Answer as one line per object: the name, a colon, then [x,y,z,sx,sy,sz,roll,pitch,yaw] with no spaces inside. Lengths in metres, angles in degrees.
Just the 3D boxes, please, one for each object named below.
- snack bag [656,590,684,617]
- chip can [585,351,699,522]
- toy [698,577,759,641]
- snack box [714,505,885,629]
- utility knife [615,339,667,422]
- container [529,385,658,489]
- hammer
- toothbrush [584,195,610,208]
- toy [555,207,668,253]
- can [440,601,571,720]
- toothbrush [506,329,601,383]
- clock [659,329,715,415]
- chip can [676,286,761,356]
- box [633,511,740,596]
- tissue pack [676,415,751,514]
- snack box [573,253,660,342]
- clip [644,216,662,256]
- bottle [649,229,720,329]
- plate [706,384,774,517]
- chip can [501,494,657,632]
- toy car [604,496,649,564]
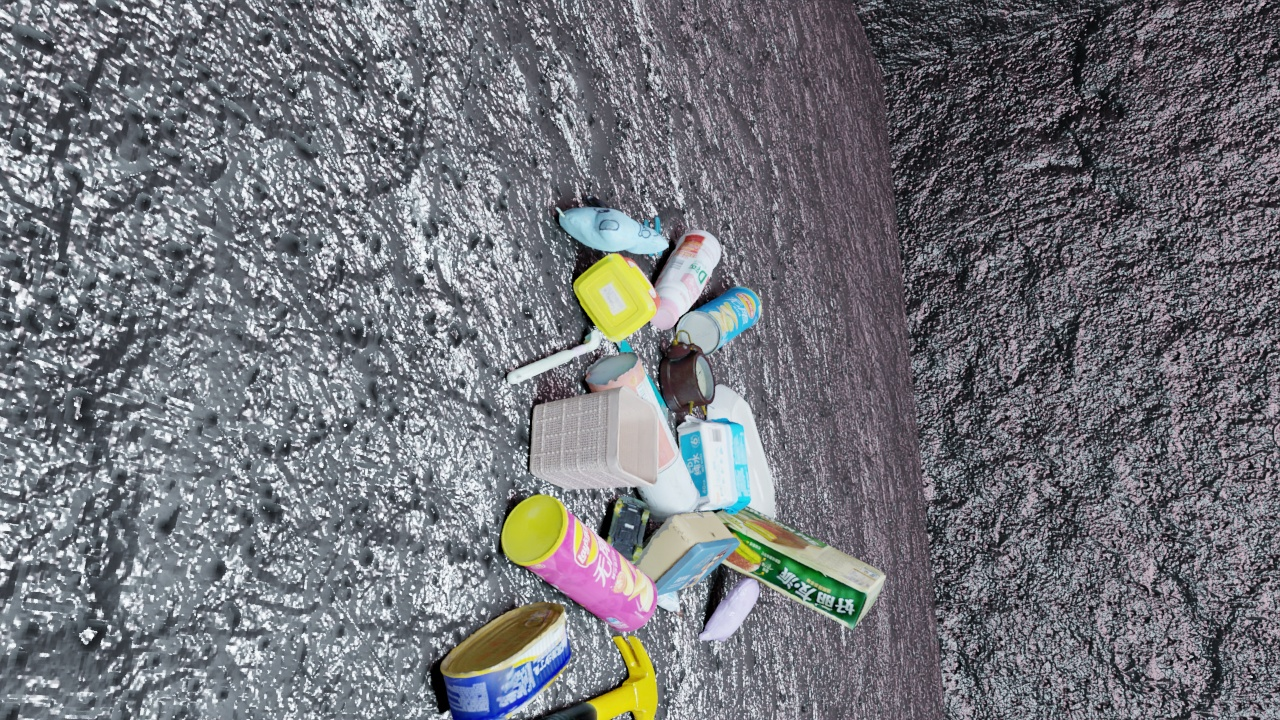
snack bag: [0.023,0.287,1.135,0.104,0.026,0.048,43,20,-53]
chip can: [0.004,0.094,1.115,0.215,0.071,0.071,67,29,-26]
toy: [0.130,0.349,1.280,0.108,0.039,0.084,-56,149,-1]
snack box: [0.215,0.284,1.296,0.114,0.240,0.063,-1,112,-65]
utility knife: [-0.007,0.007,1.189,0.216,0.013,0.029,58,33,-37]
container: [-0.050,0.086,0.959,0.090,0.111,0.089,35,50,-56]
hammer: [-0.056,0.363,0.939,0.300,0.033,0.128,14,68,-63]
toothbrush: [-0.027,-0.188,1.214,0.181,0.016,0.018,20,57,-62]
toy: [-0.036,-0.155,1.094,0.156,0.161,0.050,11,99,-24]
can: [-0.114,0.264,0.807,0.147,0.075,0.049,-22,104,-64]
toothbrush: [-0.093,-0.002,1.010,0.189,0.020,0.029,-29,140,-62]
clock: [0.065,0.017,1.285,0.082,0.055,0.122,8,72,-63]
chip can: [0.125,-0.062,1.418,0.209,0.071,0.071,-32,110,-63]
box: [0.054,0.234,1.124,0.061,0.090,0.184,47,14,19]
tissue pack: [0.102,0.146,1.289,0.089,0.063,0.140,6,72,-41]
snack box: [-0.022,-0.079,1.101,0.091,0.082,0.080,55,19,0]
clip: [0.019,-0.175,1.298,0.014,0.043,0.056,-6,88,-62]
bottle: [0.060,-0.114,1.312,0.068,0.068,0.196,65,32,-29]
plate: [0.166,0.164,1.466,0.161,0.034,0.266,-47,124,-59]
chip can: [-0.056,0.214,0.946,0.210,0.071,0.071,50,39,-47]
toy car: [-0.017,0.199,1.063,0.091,0.043,0.036,-75,-173,-51]
